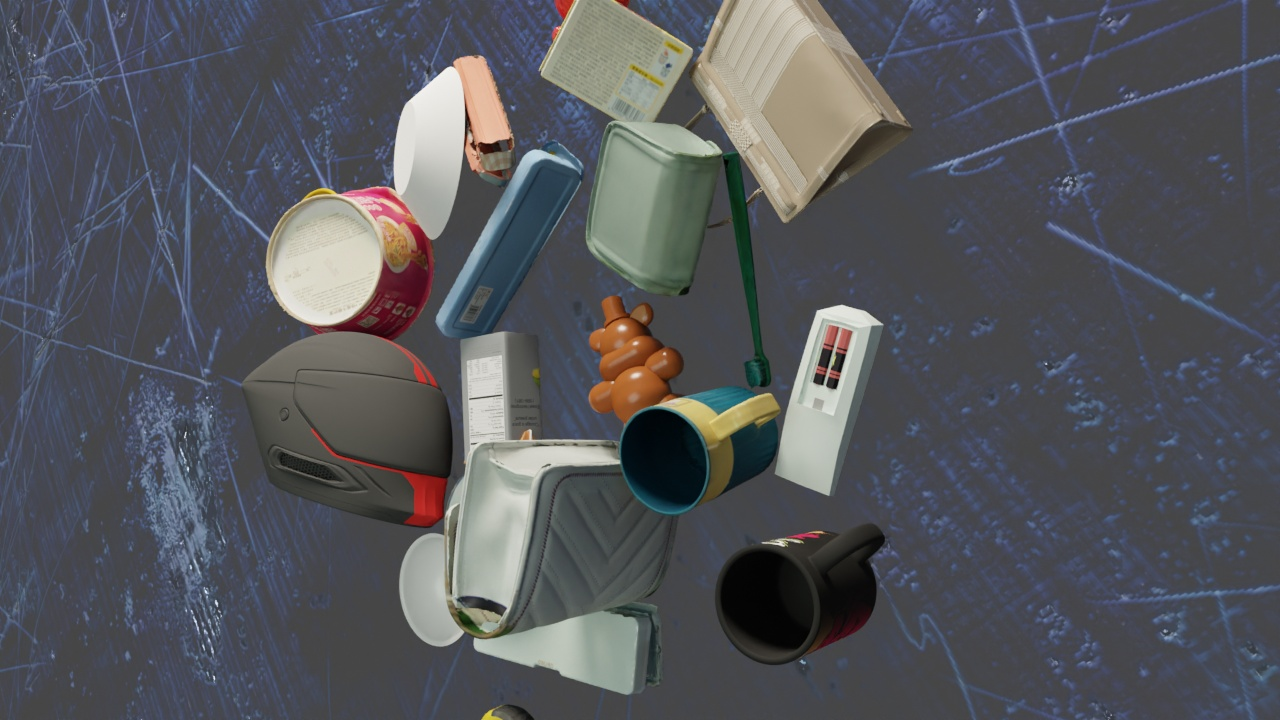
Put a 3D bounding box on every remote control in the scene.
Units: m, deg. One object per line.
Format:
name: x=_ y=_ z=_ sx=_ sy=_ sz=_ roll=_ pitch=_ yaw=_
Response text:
remote control: x=0.141 y=0.029 z=0.704 sx=0.050 sy=0.024 sz=0.143 roll=20 pitch=99 yaw=36

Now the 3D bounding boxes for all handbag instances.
handbag: x=0.088 y=-0.187 z=0.745 sx=0.198 sy=0.062 sz=0.175 roll=-43 pitch=65 yaw=35
handbag: x=0.014 y=-0.128 z=0.761 sx=0.106 sy=0.067 sz=0.122 roll=43 pitch=130 yaw=44
handbag: x=-0.059 y=0.138 z=0.740 sx=0.096 sy=0.198 sz=0.142 roll=14 pitch=93 yaw=34

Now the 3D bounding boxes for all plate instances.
plate: x=-0.222 y=-0.213 z=0.934 sx=0.174 sy=0.036 sz=0.174 roll=-14 pitch=75 yaw=62

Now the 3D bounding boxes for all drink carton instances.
drink carton: x=-0.135 y=0.039 z=0.892 sx=0.076 sy=0.048 sz=0.124 roll=-8 pitch=82 yaw=36

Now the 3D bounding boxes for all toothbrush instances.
toothbrush: x=0.083 y=-0.071 z=0.735 sx=0.016 sy=0.017 sz=0.190 roll=-3 pitch=97 yaw=50

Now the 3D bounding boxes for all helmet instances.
helmet: x=-0.293 y=0.057 z=0.937 sx=0.265 sy=0.164 sz=0.169 roll=12 pitch=82 yaw=26

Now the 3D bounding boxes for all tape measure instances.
tape measure: x=-0.127 y=0.362 z=0.873 sx=0.065 sy=0.037 sz=0.064 roll=39 pitch=110 yaw=32

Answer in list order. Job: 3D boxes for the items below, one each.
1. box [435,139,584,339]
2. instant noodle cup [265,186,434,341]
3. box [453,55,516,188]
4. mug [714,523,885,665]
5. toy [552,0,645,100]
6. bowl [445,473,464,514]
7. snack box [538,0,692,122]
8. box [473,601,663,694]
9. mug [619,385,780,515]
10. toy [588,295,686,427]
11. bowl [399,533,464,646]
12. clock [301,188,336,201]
box: x=-0.138 y=-0.119 z=0.890 sx=0.078 sy=0.074 sz=0.209 roll=48 pitch=114 yaw=33
instant noodle cup: x=-0.319 y=-0.102 z=0.981 sx=0.179 sy=0.077 sz=0.178 roll=0 pitch=88 yaw=14
box: x=-0.161 y=-0.230 z=0.899 sx=0.188 sy=0.058 sz=0.062 roll=-110 pitch=23 yaw=-43
mug: x=0.126 y=0.158 z=0.662 sx=0.118 sy=0.098 sz=0.082 roll=-48 pitch=62 yaw=24
toy: x=-0.038 y=-0.311 z=0.848 sx=0.088 sy=0.094 sz=0.133 roll=-3 pitch=113 yaw=-3
bowl: x=-0.123 y=0.156 z=0.867 sx=0.118 sy=0.062 sz=0.118 roll=-3 pitch=85 yaw=37
snack box: x=-0.021 y=-0.257 z=0.786 sx=0.105 sy=0.061 sz=0.084 roll=28 pitch=109 yaw=-12
box: x=-0.070 y=0.246 z=0.834 sx=0.199 sy=0.065 sz=0.083 roll=-2 pitch=105 yaw=38
mug: x=0.058 y=0.060 z=0.703 sx=0.114 sy=0.107 sz=0.083 roll=-37 pitch=74 yaw=37
toy: x=-0.005 y=0.005 z=0.801 sx=0.095 sy=0.065 sz=0.127 roll=-29 pitch=62 yaw=23
bowl: x=-0.191 y=0.228 z=0.927 sx=0.110 sy=0.040 sz=0.110 roll=-3 pitch=86 yaw=36
clock: x=-0.368 y=-0.127 z=1.076 sx=0.114 sy=0.052 sz=0.152 roll=3 pitch=85 yaw=36
